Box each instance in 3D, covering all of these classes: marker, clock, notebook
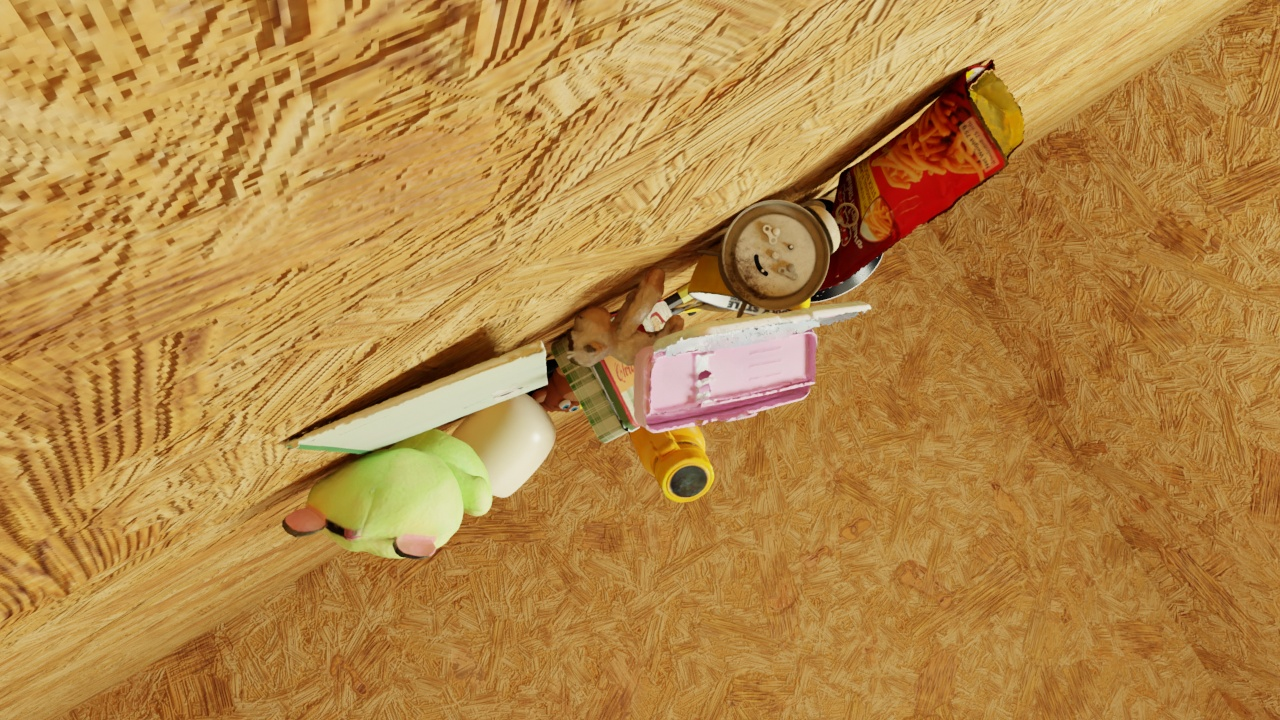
[{"bbox_3d":[0.036,-0.068,1.074,0.124,0.017,0.021,-30,177,1],"label":"marker"},{"bbox_3d":[0.128,-0.098,0.799,0.140,0.093,0.054,-29,-176,-6],"label":"clock"},{"bbox_3d":[-0.160,0.037,0.728,0.182,0.010,0.253,-21,176,-8],"label":"notebook"}]

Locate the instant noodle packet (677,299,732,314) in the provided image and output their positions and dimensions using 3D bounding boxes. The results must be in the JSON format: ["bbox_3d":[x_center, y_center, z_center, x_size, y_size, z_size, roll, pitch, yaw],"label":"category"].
[{"bbox_3d":[0.172,-0.111,1.261,0.222,0.084,0.162,-25,178,29],"label":"instant noodle packet"}]

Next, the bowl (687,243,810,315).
[{"bbox_3d":[0.109,-0.083,0.882,0.117,0.067,0.117,12,178,0],"label":"bowl"}]

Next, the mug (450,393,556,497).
[{"bbox_3d":[-0.144,0.087,1.039,0.100,0.096,0.120,-46,160,8],"label":"mug"}]

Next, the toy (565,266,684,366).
[{"bbox_3d":[-0.022,-0.029,0.810,0.106,0.074,0.085,-26,-171,-13],"label":"toy"}]

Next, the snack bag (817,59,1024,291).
[{"bbox_3d":[0.234,-0.156,0.803,0.209,0.066,0.138,-41,-147,52],"label":"snack bag"}]

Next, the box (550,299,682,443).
[{"bbox_3d":[-0.006,0.006,0.955,0.051,0.117,0.205,-30,176,27],"label":"box"}]

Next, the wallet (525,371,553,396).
[{"bbox_3d":[-0.142,0.046,1.130,0.114,0.026,0.089,-30,175,-27],"label":"wallet"}]

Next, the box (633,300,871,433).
[{"bbox_3d":[0.090,-0.009,0.800,0.201,0.077,0.147,-9,139,-35],"label":"box"}]

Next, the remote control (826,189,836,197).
[{"bbox_3d":[0.236,-0.169,1.063,0.024,0.049,0.143,-32,177,14],"label":"remote control"}]

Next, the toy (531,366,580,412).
[{"bbox_3d":[-0.076,0.030,1.070,0.128,0.065,0.095,-39,152,16],"label":"toy"}]

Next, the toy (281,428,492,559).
[{"bbox_3d":[-0.221,0.122,0.868,0.150,0.107,0.196,12,-176,6],"label":"toy"}]

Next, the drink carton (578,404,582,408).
[{"bbox_3d":[-0.035,0.005,1.198,0.134,0.058,0.043,-31,179,-3],"label":"drink carton"}]

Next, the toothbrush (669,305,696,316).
[{"bbox_3d":[0.056,-0.070,1.311,0.013,0.013,0.167,-32,175,17],"label":"toothbrush"}]

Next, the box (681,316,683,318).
[{"bbox_3d":[0.016,-0.013,1.309,0.042,0.082,0.186,-20,-174,36],"label":"box"}]

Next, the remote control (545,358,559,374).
[{"bbox_3d":[-0.116,0.014,0.919,0.041,0.020,0.151,-25,179,11],"label":"remote control"}]

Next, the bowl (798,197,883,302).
[{"bbox_3d":[0.180,-0.125,0.936,0.120,0.066,0.120,-22,-141,19],"label":"bowl"}]

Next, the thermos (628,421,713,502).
[{"bbox_3d":[0.015,0.070,1.071,0.076,0.091,0.232,-60,-152,20],"label":"thermos"}]
